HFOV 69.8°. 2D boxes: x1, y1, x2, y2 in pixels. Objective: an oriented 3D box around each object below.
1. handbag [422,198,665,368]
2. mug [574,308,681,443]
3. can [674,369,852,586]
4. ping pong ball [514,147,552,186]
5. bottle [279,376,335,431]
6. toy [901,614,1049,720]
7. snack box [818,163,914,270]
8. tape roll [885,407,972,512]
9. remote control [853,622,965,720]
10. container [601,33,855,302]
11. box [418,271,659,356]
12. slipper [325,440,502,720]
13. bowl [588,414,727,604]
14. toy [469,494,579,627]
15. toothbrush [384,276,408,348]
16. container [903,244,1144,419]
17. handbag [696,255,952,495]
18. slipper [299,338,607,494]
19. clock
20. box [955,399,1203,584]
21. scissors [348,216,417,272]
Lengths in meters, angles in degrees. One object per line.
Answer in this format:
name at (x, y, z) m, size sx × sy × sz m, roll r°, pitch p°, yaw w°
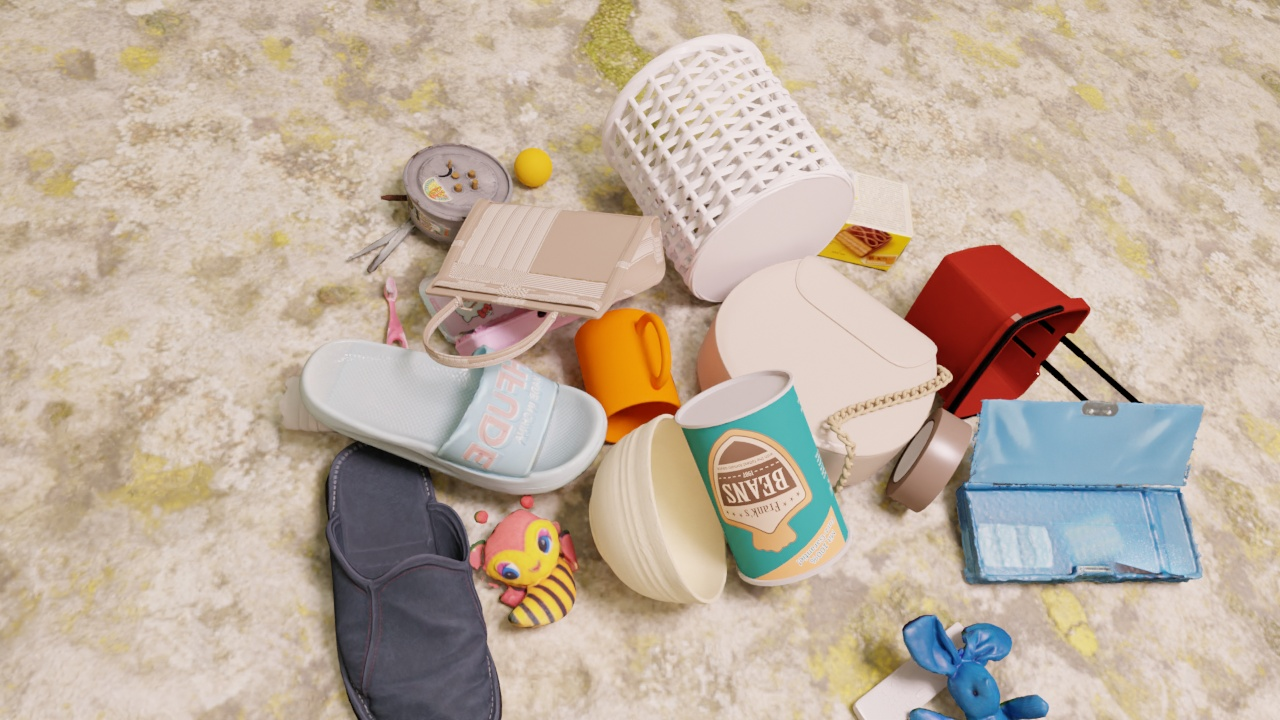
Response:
handbag at (-0.100, -0.057, 0.750) m, size 0.176 × 0.062 × 0.197 m, roll 10°, pitch 40°, yaw 24°
mug at (-0.005, 0.005, 0.808) m, size 0.077 × 0.113 × 0.095 m, roll 2°, pitch 56°, yaw -28°
can at (0.100, 0.093, 0.744) m, size 0.099 × 0.099 × 0.144 m, roll -30°, pitch 105°, yaw -29°
ping pong ball at (-0.112, -0.202, 0.961) m, size 0.040 × 0.040 × 0.040 m, roll 7°, pitch 56°, yaw -10°
bottle at (-0.227, 0.042, 0.769) m, size 0.136 × 0.044 × 0.044 m, roll 6°, pitch 56°, yaw -10°
toy at (0.279, 0.277, 0.726) m, size 0.112 × 0.071 × 0.176 m, roll -16°, pitch 68°, yaw -28°
snack box at (0.236, -0.157, 1.007) m, size 0.105 × 0.061 × 0.083 m, roll 12°, pitch 55°, yaw -6°
tape roll at (0.260, 0.090, 0.831) m, size 0.030 × 0.094 × 0.093 m, roll 31°, pitch 55°, yaw 7°
remote control at (0.230, 0.264, 0.759) m, size 0.130 × 0.012 × 0.033 m, roll -25°, pitch 69°, yaw -27°
container at (0.085, -0.187, 0.911) m, size 0.189 × 0.190 × 0.186 m, roll -18°, pitch 65°, yaw -24°
box at (-0.095, -0.076, 0.862) m, size 0.201 × 0.111 × 0.101 m, roll -26°, pitch 92°, yaw -27°
slipper at (-0.175, 0.164, 0.679) m, size 0.108 × 0.084 × 0.265 m, roll -10°, pitch 62°, yaw -23°
bowl at (0.007, 0.125, 0.733) m, size 0.075 × 0.151 × 0.150 m, roll -18°, pitch 55°, yaw 21°
toy at (-0.088, 0.161, 0.727) m, size 0.084 × 0.046 × 0.103 m, roll -13°, pitch 65°, yaw -29°
toothbrush at (-0.221, -0.020, 0.828) m, size 0.021 × 0.016 × 0.134 m, roll -5°, pitch 59°, yaw -17°
container at (0.363, -0.003, 0.886) m, size 0.126 × 0.148 × 0.200 m, roll -13°, pitch 52°, yaw -30°
handbag at (0.167, 0.005, 0.858) m, size 0.210 × 0.104 × 0.208 m, roll 39°, pitch 54°, yaw 12°
slipper at (-0.144, 0.035, 0.726) m, size 0.245 × 0.074 × 0.103 m, roll 16°, pitch 56°, yaw -10°
clock at (-0.167, -0.156, 0.894) m, size 0.148 × 0.056 × 0.103 m, roll 30°, pitch 52°, yaw 4°
box at (0.408, 0.122, 0.850) m, size 0.231 × 0.060 × 0.175 m, roll 3°, pitch 88°, yaw -10°
scissors at (-0.211, -0.134, 0.907) m, size 0.130 × 0.014 × 0.152 m, roll 10°, pitch 53°, yaw -8°
